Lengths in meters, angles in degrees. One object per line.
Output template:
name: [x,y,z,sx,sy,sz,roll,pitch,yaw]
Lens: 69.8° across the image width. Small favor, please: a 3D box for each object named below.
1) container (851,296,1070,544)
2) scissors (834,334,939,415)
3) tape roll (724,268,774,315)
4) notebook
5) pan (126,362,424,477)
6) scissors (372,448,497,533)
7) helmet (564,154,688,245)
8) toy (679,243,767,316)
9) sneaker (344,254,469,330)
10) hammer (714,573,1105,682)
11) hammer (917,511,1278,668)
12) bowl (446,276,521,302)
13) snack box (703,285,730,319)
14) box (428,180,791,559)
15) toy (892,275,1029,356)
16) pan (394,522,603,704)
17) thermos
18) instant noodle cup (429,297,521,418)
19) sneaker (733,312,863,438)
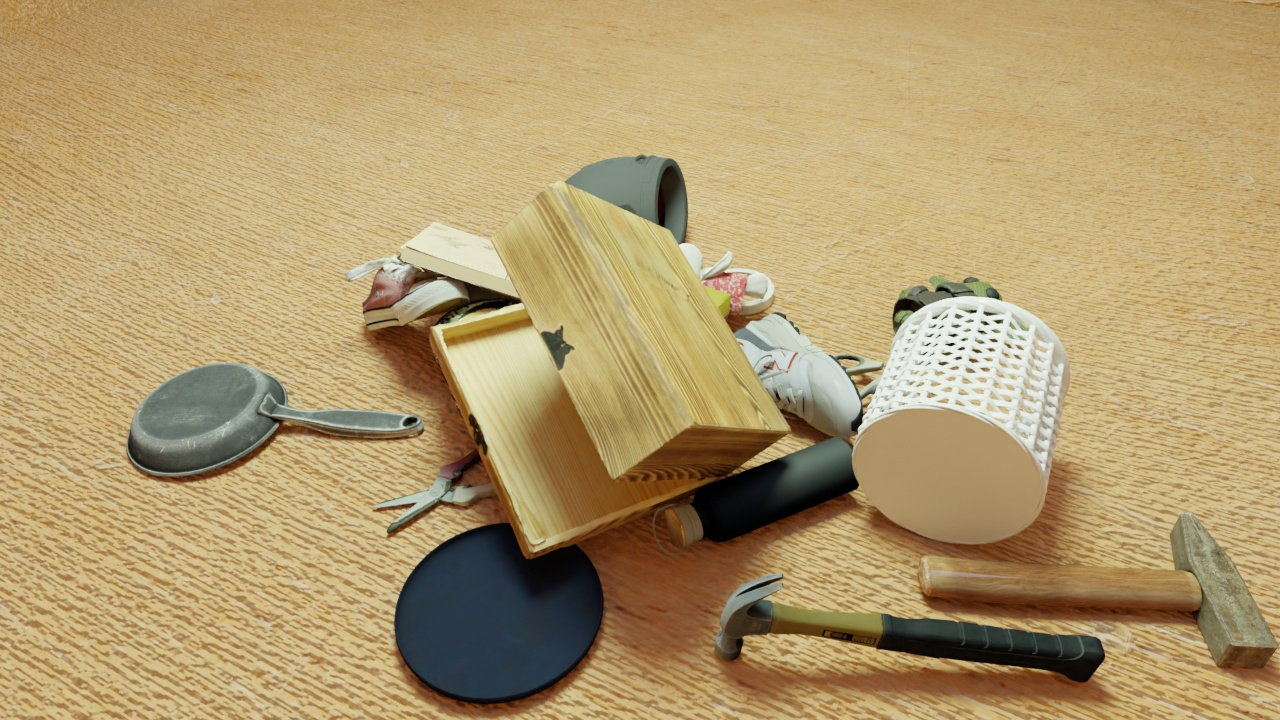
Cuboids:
container: [0.336,0.061,0.959,0.189,0.190,0.186,16,43,20]
scissors: [0.293,0.017,1.122,0.158,0.012,0.168,12,53,37]
tape roll: [0.141,-0.098,1.295,0.094,0.018,0.093,-1,39,0]
notebook: [-0.206,-0.130,1.173,0.167,0.024,0.225,18,14,-8]
pan: [-0.438,0.066,1.096,0.357,0.055,0.186,-2,39,6]
scissors: [-0.188,0.133,1.023,0.179,0.015,0.194,9,41,13]
helmet: [-0.041,-0.204,1.316,0.170,0.164,0.264,-3,23,18]
toy: [0.072,-0.112,1.226,0.194,0.159,0.084,13,59,7]
sneaker: [-0.296,-0.092,1.162,0.118,0.088,0.242,-21,9,-36]
hammer: [0.238,0.243,0.813,0.333,0.118,0.025,6,42,1]
hammer: [0.421,0.212,0.889,0.301,0.037,0.157,2,39,4]
bowl: [-0.199,-0.092,1.236,0.145,0.067,0.144,20,14,-5]
snack box: [0.006,-0.069,1.152,0.181,0.045,0.121,23,42,22]
box: [-0.041,0.024,0.959,0.269,0.264,0.279,8,47,-58]
toy: [0.403,-0.060,1.192,0.152,0.078,0.179,-19,40,-22]
pan: [-0.110,0.190,0.939,0.199,0.021,0.355,11,43,14]
thermos: [0.119,0.145,0.962,0.231,0.061,0.061,-18,42,-19]
instant noodle cup: [-0.176,0.010,1.097,0.137,0.112,0.137,-1,40,1]
sneaker: [0.159,0.029,1.096,0.124,0.089,0.239,-16,33,-11]
